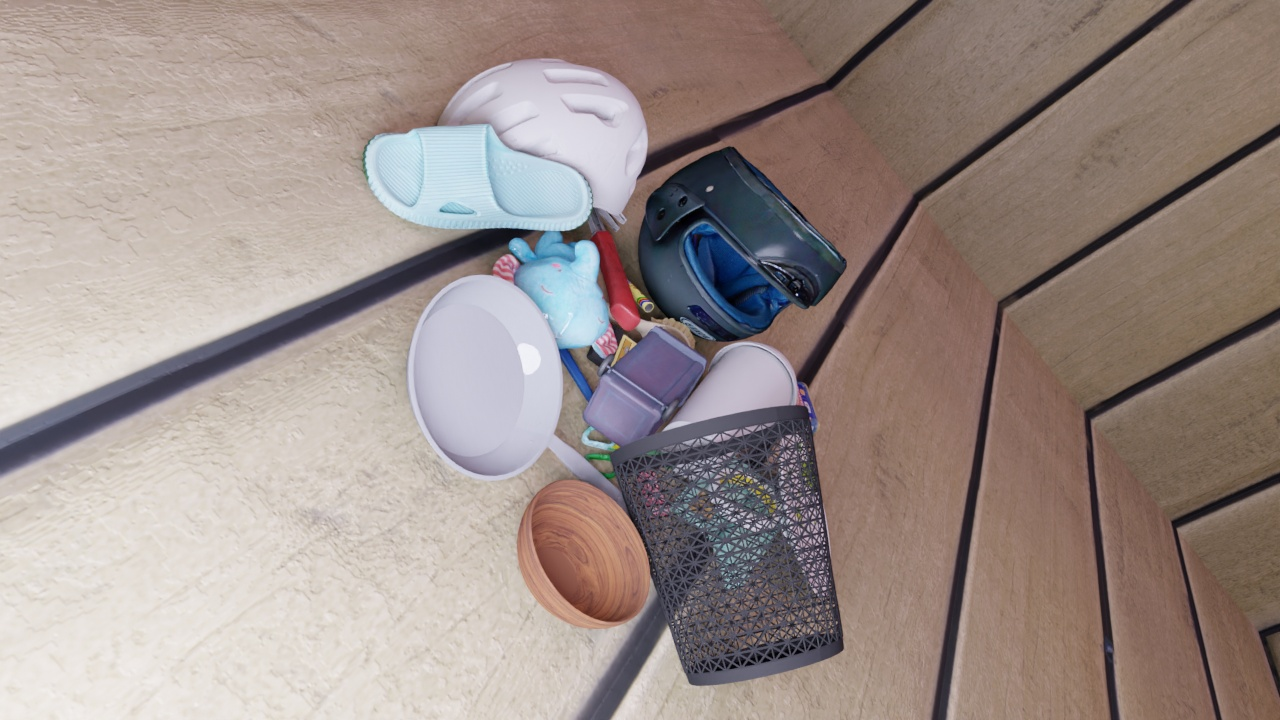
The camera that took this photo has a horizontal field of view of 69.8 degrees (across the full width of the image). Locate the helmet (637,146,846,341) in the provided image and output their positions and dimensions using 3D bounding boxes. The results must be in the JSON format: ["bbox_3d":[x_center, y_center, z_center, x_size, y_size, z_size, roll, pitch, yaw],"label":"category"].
[{"bbox_3d":[0.123,-0.141,1.290,0.249,0.236,0.316,34,17,-35],"label":"helmet"}]

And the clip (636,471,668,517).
[{"bbox_3d":[0.018,0.158,1.074,0.044,0.023,0.060,29,39,-40],"label":"clip"}]

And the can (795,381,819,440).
[{"bbox_3d":[0.228,0.073,1.405,0.059,0.054,0.099,21,42,-39],"label":"can"}]

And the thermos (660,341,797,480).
[{"bbox_3d":[0.113,0.068,1.203,0.131,0.132,0.221,52,39,0],"label":"thermos"}]

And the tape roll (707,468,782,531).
[{"bbox_3d":[0.129,0.171,1.131,0.094,0.019,0.093,21,27,-12],"label":"tape roll"}]

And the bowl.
[{"bbox_3d":[-0.067,0.194,0.877,0.147,0.069,0.147,33,36,-28],"label":"bowl"}]

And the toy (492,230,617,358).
[{"bbox_3d":[-0.087,-0.093,1.082,0.183,0.115,0.180,32,43,-25],"label":"toy"}]

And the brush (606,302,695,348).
[{"bbox_3d":[-0.037,-0.059,1.200,0.272,0.062,0.077,26,23,-30],"label":"brush"}]

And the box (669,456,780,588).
[{"bbox_3d":[0.118,0.190,1.154,0.138,0.057,0.186,58,30,-3],"label":"box"}]

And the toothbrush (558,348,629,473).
[{"bbox_3d":[-0.058,0.051,1.087,0.017,0.016,0.190,-19,74,-50],"label":"toothbrush"}]

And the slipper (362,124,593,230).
[{"bbox_3d":[-0.178,-0.208,1.061,0.275,0.070,0.116,3,79,-24],"label":"slipper"}]

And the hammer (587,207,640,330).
[{"bbox_3d":[-0.047,-0.149,1.238,0.126,0.036,0.315,27,29,-36],"label":"hammer"}]

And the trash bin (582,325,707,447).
[{"bbox_3d":[0.009,0.029,1.076,0.094,0.092,0.160,35,32,7],"label":"trash bin"}]

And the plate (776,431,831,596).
[{"bbox_3d":[0.210,0.203,1.231,0.229,0.030,0.229,-14,90,-70],"label":"plate"}]

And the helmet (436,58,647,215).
[{"bbox_3d":[-0.128,-0.299,1.221,0.282,0.184,0.224,-7,45,-19],"label":"helmet"}]

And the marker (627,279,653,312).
[{"bbox_3d":[-0.019,-0.102,1.245,0.014,0.014,0.132,23,16,-39],"label":"marker"}]

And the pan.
[{"bbox_3d":[-0.112,0.067,0.947,0.356,0.051,0.200,52,48,-35],"label":"pan"}]

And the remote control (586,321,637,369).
[{"bbox_3d":[-0.007,0.007,1.180,0.133,0.013,0.058,35,59,-26],"label":"remote control"}]

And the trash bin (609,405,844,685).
[{"bbox_3d":[0.100,0.194,0.958,0.216,0.218,0.243,3,70,-52],"label":"trash bin"}]

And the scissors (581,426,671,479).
[{"bbox_3d":[-0.011,0.105,1.067,0.130,0.014,0.071,4,60,-31],"label":"scissors"}]
